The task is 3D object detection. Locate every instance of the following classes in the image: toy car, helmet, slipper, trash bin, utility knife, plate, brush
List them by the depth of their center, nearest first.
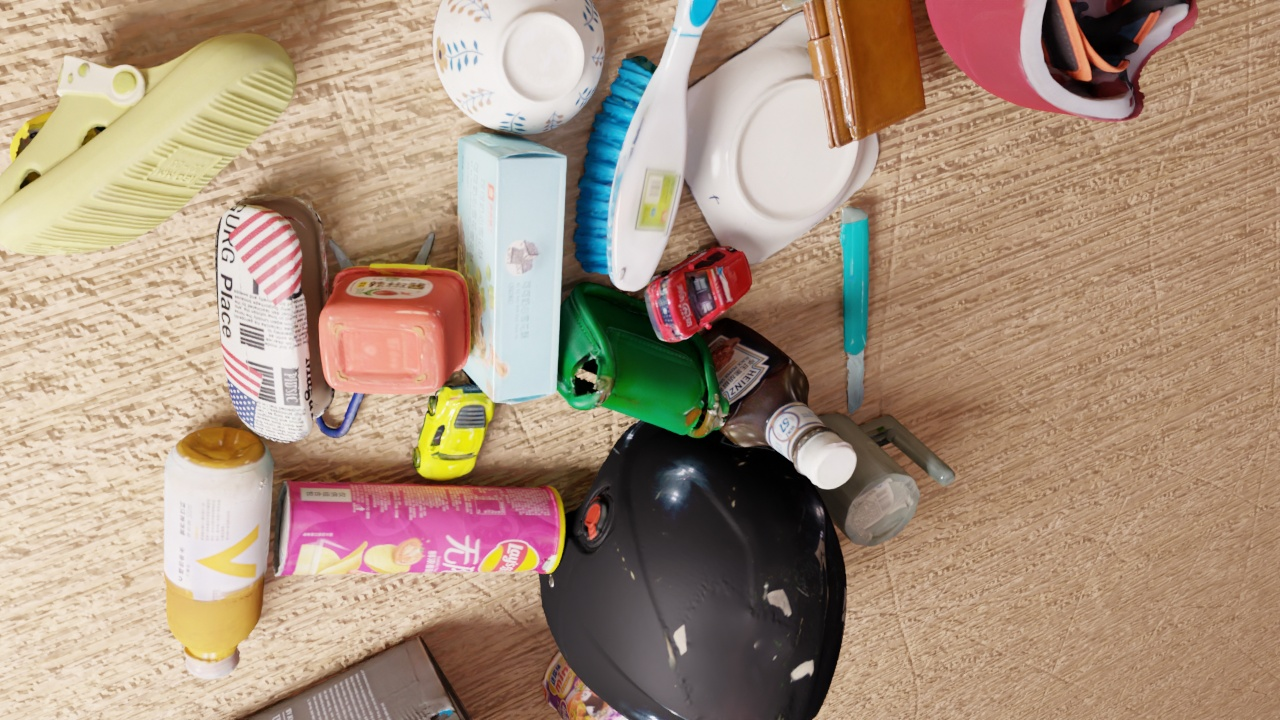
[{"bbox_3d":[-0.286,-0.133,0.520,0.190,0.091,0.081,-34,85,6],"label":"slipper"},{"bbox_3d":[0.017,-0.190,0.606,0.060,0.109,0.315,2,114,-23],"label":"brush"},{"bbox_3d":[0.301,-0.301,0.665,0.207,0.144,0.240,33,84,-34],"label":"helmet"},{"bbox_3d":[-0.140,0.059,0.693,0.048,0.032,0.105,0,137,-29],"label":"toy car"},{"bbox_3d":[0.046,-0.054,0.694,0.120,0.045,0.053,-37,112,-50],"label":"toy car"},{"bbox_3d":[0.114,-0.165,0.710,0.163,0.034,0.164,-37,124,-4],"label":"plate"},{"bbox_3d":[-0.229,0.361,0.735,0.219,0.199,0.199,-30,124,-16],"label":"trash bin"},{"bbox_3d":[0.057,0.176,0.756,0.233,0.230,0.274,9,91,-30],"label":"helmet"},{"bbox_3d":[0.191,-0.040,0.822,0.029,0.013,0.222,-18,125,-13],"label":"utility knife"}]

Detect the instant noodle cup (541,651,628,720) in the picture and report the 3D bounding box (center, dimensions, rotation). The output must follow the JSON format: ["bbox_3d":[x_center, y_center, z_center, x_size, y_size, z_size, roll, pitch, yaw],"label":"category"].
[{"bbox_3d":[-0.024,0.325,0.861,0.111,0.099,0.112,-12,121,-20],"label":"instant noodle cup"}]

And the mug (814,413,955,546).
[{"bbox_3d":[0.212,0.102,0.851,0.124,0.103,0.084,-21,123,-12],"label":"mug"}]

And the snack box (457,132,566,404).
[{"bbox_3d":[-0.091,-0.064,0.634,0.051,0.074,0.175,-8,116,-28],"label":"snack box"}]

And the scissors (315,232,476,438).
[{"bbox_3d":[-0.180,-0.010,0.666,0.162,0.012,0.176,-45,123,1],"label":"scissors"}]

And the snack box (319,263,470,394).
[{"bbox_3d":[-0.162,-0.017,0.604,0.091,0.080,0.082,1,112,-2],"label":"snack box"}]

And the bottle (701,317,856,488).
[{"bbox_3d":[0.096,0.033,0.705,0.080,0.195,0.044,-44,125,1],"label":"bottle"}]

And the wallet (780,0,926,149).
[{"bbox_3d":[0.161,-0.231,0.670,0.118,0.035,0.131,-28,114,-29],"label":"wallet"}]

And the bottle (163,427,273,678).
[{"bbox_3d":[-0.301,0.142,0.653,0.068,0.068,0.190,1,115,-26],"label":"bottle"}]

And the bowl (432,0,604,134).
[{"bbox_3d":[-0.072,-0.199,0.589,0.113,0.062,0.114,-10,117,-20],"label":"bowl"}]

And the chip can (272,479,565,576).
[{"bbox_3d":[-0.168,0.130,0.708,0.210,0.071,0.071,6,113,-27],"label":"chip can"}]

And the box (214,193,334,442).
[{"bbox_3d":[-0.241,-0.021,0.590,0.075,0.081,0.164,3,117,-9],"label":"box"}]

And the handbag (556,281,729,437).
[{"bbox_3d":[-0.004,0.004,0.691,0.131,0.120,0.068,19,112,-34],"label":"handbag"}]
